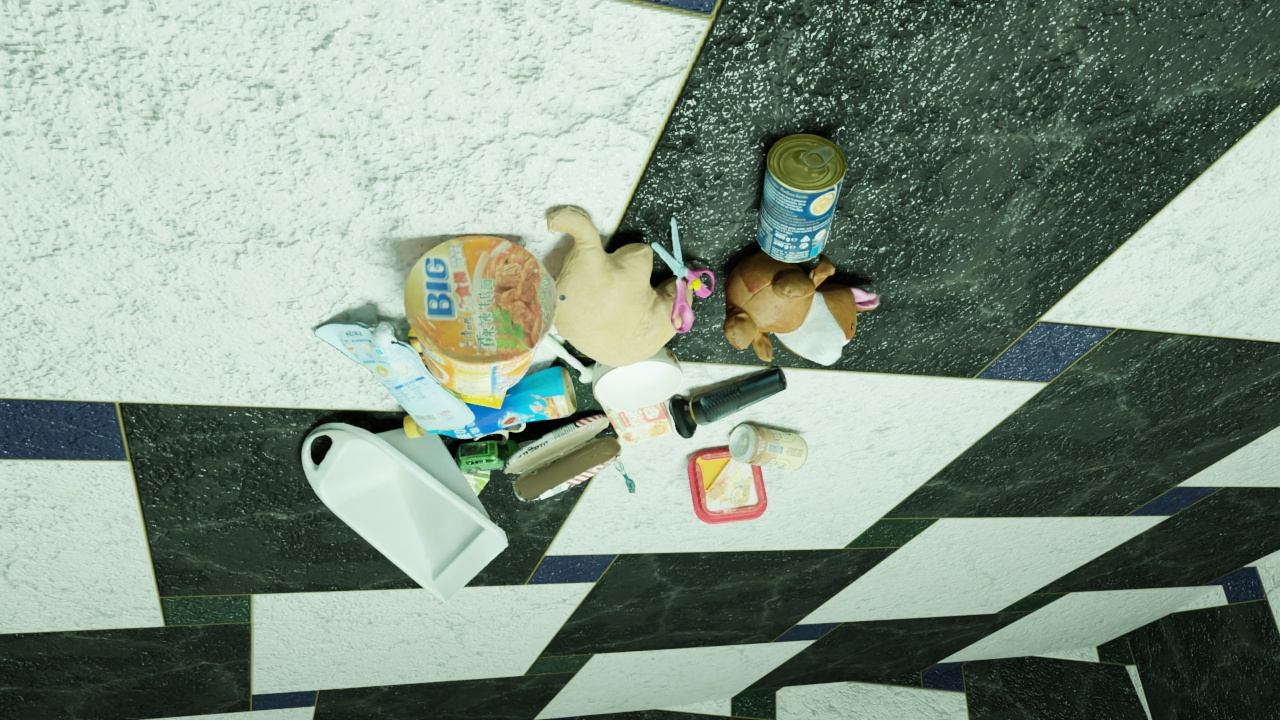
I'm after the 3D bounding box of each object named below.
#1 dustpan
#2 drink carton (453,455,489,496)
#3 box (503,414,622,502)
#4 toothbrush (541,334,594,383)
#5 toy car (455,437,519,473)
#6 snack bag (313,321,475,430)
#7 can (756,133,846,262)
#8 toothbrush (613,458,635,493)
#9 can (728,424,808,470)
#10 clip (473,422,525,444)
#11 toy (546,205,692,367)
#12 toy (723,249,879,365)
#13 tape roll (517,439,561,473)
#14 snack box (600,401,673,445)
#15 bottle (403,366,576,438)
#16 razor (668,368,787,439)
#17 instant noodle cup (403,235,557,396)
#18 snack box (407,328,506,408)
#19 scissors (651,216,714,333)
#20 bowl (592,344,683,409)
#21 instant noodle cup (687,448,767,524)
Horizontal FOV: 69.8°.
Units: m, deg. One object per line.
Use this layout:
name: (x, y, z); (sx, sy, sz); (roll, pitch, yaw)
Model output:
dustpan: (-0.333, 0.196, 1.223); (0.142, 0.257, 0.223); (-14, 157, -43)
drink carton: (-0.263, 0.180, 1.351); (0.053, 0.045, 0.123); (16, 139, -20)
box: (-0.112, 0.125, 1.275); (0.162, 0.076, 0.088); (-26, 121, -12)
toothbrush: (-0.109, -0.020, 1.111); (0.029, 0.020, 0.189); (-48, 140, 1)
toy car: (-0.214, 0.132, 1.293); (0.091, 0.043, 0.036); (-4, 147, -11)
snack bag: (-0.280, 0.016, 1.065); (0.110, 0.038, 0.191); (5, 146, 35)
can: (0.158, -0.159, 0.918); (0.075, 0.075, 0.111); (-8, 148, -5)
toothbrush: (-0.034, 0.167, 1.423); (0.016, 0.018, 0.192); (-15, 148, 7)
can: (0.195, 0.134, 1.401); (0.116, 0.058, 0.059); (13, 141, -33)
clip: (-0.187, 0.085, 1.242); (0.071, 0.034, 0.100); (10, 151, -30)
toy: (-0.038, -0.072, 0.995); (0.143, 0.082, 0.226); (-49, 138, 4)
toy: (0.188, -0.052, 1.063); (0.140, 0.130, 0.199); (-38, 149, 27)
tape roll: (-0.157, 0.143, 1.354); (0.086, 0.013, 0.086); (-8, 148, -5)
snack box: (-0.006, 0.068, 1.270); (0.075, 0.025, 0.153); (-14, 147, 6)
bottle: (-0.193, 0.060, 1.169); (0.219, 0.065, 0.065); (-13, 148, 5)
razor: (0.123, 0.054, 1.271); (0.167, 0.062, 0.067); (-22, 177, 7)
instant noodle cup: (-0.167, -0.038, 0.956); (0.151, 0.151, 0.112); (-2, 155, -13)
snack box: (-0.212, 0.004, 1.079); (0.087, 0.033, 0.141); (10, 151, 9)
scissors: (0.041, -0.087, 0.992); (0.017, 0.113, 0.134); (13, 166, 36)
bowl: (-0.007, 0.007, 1.141); (0.113, 0.062, 0.114); (-7, 149, -5)
instant noodle cup: (0.131, 0.208, 1.460); (0.116, 0.116, 0.124); (-6, 159, -7)
